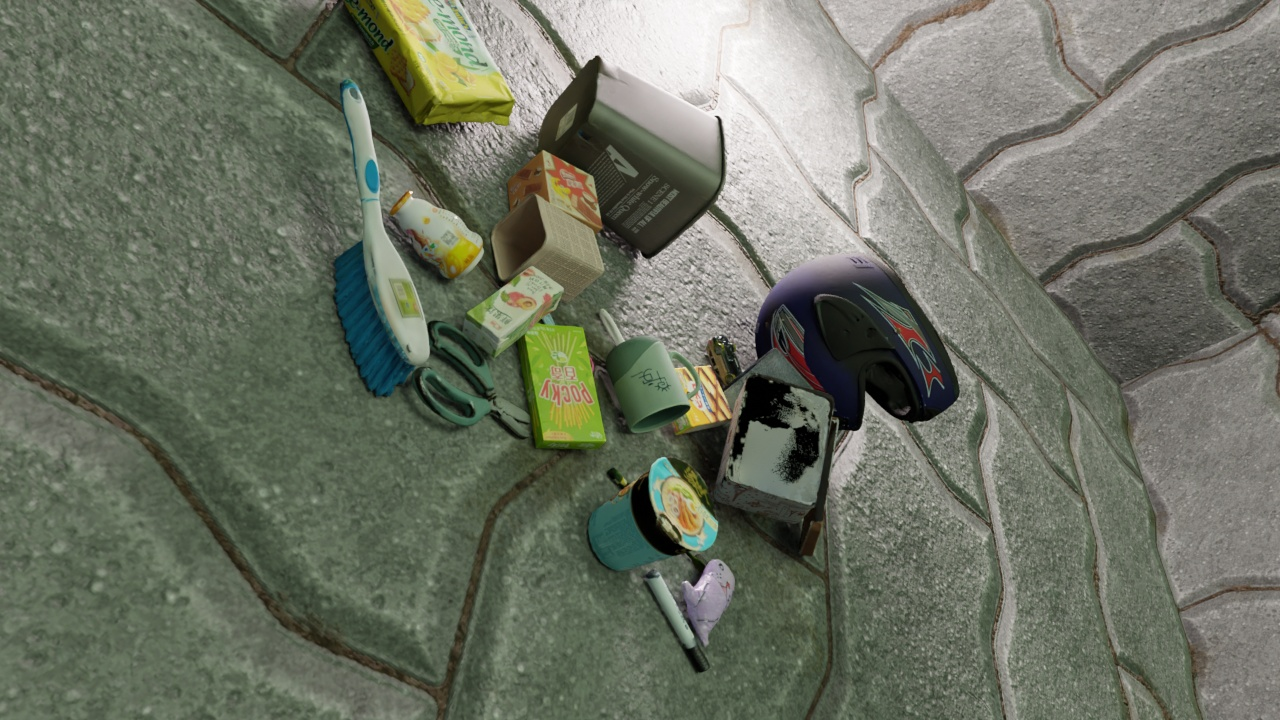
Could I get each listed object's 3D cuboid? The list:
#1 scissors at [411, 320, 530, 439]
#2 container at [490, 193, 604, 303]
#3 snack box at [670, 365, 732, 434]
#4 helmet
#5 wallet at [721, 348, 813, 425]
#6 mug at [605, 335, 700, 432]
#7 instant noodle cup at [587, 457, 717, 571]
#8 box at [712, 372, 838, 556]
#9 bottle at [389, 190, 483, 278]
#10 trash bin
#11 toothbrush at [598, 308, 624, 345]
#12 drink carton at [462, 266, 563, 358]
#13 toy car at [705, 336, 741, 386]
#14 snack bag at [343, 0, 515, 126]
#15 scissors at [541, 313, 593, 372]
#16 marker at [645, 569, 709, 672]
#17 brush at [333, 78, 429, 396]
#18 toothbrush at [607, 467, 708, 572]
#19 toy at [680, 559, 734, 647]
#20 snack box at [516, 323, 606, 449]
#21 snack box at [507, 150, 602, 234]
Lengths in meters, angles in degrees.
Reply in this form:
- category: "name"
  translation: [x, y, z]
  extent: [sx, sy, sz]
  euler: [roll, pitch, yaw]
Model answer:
- category: "scissors"
  translation: [-0.182, 0.021, 1.015]
  extent: [0.179, 0.019, 0.161]
  euler: [28, 40, -45]
- category: "container"
  translation: [-0.114, -0.137, 1.159]
  extent: [0.110, 0.090, 0.089]
  euler: [22, 41, -45]
- category: "snack box"
  translation: [0.075, 0.054, 1.284]
  extent: [0.140, 0.034, 0.087]
  euler: [-4, 67, -58]
- category: "helmet"
  translation: [0.320, -0.006, 1.456]
  extent: [0.315, 0.240, 0.247]
  euler: [57, -4, 10]
- category: "wallet"
  translation: [0.185, 0.051, 1.365]
  extent: [0.097, 0.121, 0.019]
  euler: [47, 12, -15]
- category: "mug"
  translation: [0.020, 0.025, 1.189]
  extent: [0.111, 0.082, 0.106]
  euler: [-17, 69, -15]
- category: "instant noodle cup"
  translation: [0.006, 0.182, 1.035]
  extent: [0.111, 0.121, 0.111]
  euler: [32, 41, -34]
- category: "box"
  translation: [0.190, 0.147, 1.299]
  extent: [0.218, 0.158, 0.180]
  euler: [84, 19, -60]
- category: "bottle"
  translation: [-0.233, -0.144, 1.043]
  extent: [0.108, 0.063, 0.063]
  euler: [42, 38, -22]
- category: "trash bin"
  translation: [-0.018, -0.299, 1.328]
  extent: [0.219, 0.200, 0.198]
  euler: [26, 45, -28]
- category: "toothbrush"
  translation: [-0.007, 0.007, 1.247]
  extent: [0.180, 0.016, 0.016]
  euler: [59, 27, 1]
- category: "drink carton"
  translation: [-0.149, -0.057, 1.069]
  extent: [0.053, 0.046, 0.122]
  euler: [36, 47, 10]
- category: "toy car"
  translation: [0.131, 0.007, 1.399]
  extent: [0.042, 0.035, 0.090]
  euler: [-4, 67, -50]
- category: "snack bag"
  translation: [-0.279, -0.408, 1.187]
  extent: [0.157, 0.068, 0.246]
  euler: [-25, 84, -55]
- category: "scissors"
  translation: [-0.113, -0.031, 1.150]
  extent: [0.071, 0.017, 0.137]
  euler: [-28, 82, -46]
- category: "marker"
  translation: [0.044, 0.305, 1.077]
  extent: [0.130, 0.018, 0.022]
  euler: [61, 9, 4]
- category: "brush"
  translation: [-0.277, -0.126, 0.935]
  extent: [0.060, 0.110, 0.314]
  euler: [-5, 68, -50]
- category: "toothbrush"
  translation: [0.024, 0.198, 1.140]
  extent: [0.186, 0.012, 0.017]
  euler: [48, 30, -14]
- category: "toy"
  translation: [0.084, 0.284, 1.119]
  extent: [0.107, 0.039, 0.084]
  euler: [-33, 107, -55]
- category: "snack box"
  translation: [-0.096, 0.030, 1.094]
  extent: [0.085, 0.026, 0.156]
  euler: [4, 60, -32]
- category: "snack box"
  translation: [-0.115, -0.208, 1.225]
  extent: [0.092, 0.077, 0.094]
  euler: [19, 50, -42]
